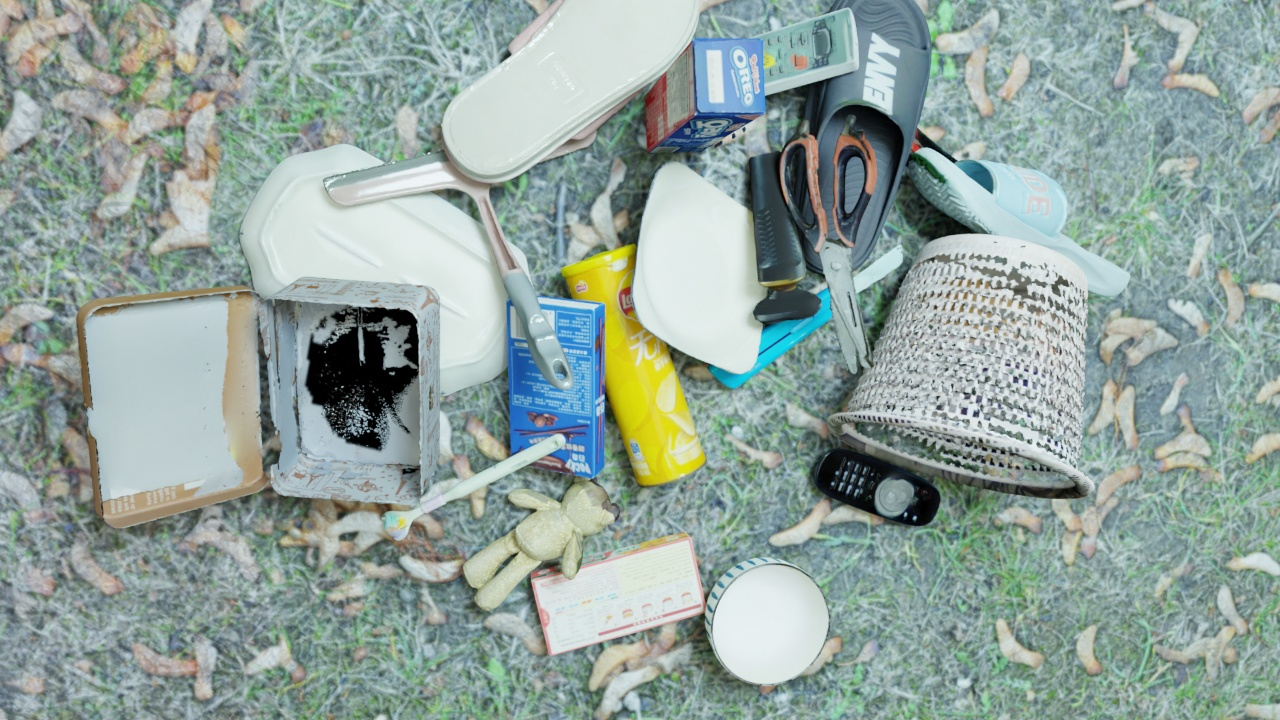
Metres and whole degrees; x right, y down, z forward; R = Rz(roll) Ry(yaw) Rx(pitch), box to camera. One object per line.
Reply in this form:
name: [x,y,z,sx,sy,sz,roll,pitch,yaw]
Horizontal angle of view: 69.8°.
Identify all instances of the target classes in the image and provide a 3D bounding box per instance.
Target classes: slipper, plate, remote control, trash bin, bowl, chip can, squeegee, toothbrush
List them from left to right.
plate: [-0.220,-0.078,0.809,0.265,0.034,0.162,33,90,-11]
toothbrush: [-0.149,0.111,0.820,0.190,0.020,0.029,-27,100,12]
squeegee: [-0.109,-0.077,0.774,0.247,0.040,0.249,-18,68,-18]
slipper: [-0.059,-0.255,0.805,0.274,0.054,0.114,-44,92,-9]
chip can: [-0.005,0.005,0.834,0.072,0.072,0.213,-20,99,-7]
plate: [0.051,-0.079,0.823,0.164,0.034,0.163,26,67,-37]
bowl: [0.114,0.242,0.876,0.116,0.066,0.116,-1,94,-12]
remote control: [0.124,-0.267,0.813,0.135,0.019,0.056,-8,72,25]
slipper: [0.206,-0.205,0.831,0.110,0.083,0.268,9,102,-8]
remote control: [0.232,0.124,0.906,0.136,0.024,0.053,21,91,-11]
trash bin: [0.302,0.001,0.825,0.227,0.228,0.192,20,79,-11]
slipper: [0.360,-0.135,0.849,0.245,0.104,0.074,25,109,-16]

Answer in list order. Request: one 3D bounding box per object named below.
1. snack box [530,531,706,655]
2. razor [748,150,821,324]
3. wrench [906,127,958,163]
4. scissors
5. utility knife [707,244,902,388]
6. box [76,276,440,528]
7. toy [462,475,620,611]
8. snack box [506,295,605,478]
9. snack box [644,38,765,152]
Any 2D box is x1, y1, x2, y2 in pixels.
snack box: [-0.020,0.221,0.873,0.155,0.027,0.077,-13,97,-8]
razor: [0.126,-0.115,0.845,0.062,0.067,0.167,-10,79,16]
wrench: [0.272,-0.207,0.886,0.273,0.016,0.056,37,94,-10]
scissors: [0.177,-0.102,0.787,0.205,0.015,0.197,48,122,29]
utility knife: [0.160,-0.043,0.871,0.216,0.018,0.034,-35,102,2]
box: [-0.293,0.028,0.743,0.273,0.125,0.179,-3,110,-23]
toy: [-0.092,0.168,0.842,0.157,0.066,0.105,-36,55,-4]
snack box: [-0.075,0.022,0.813,0.085,0.026,0.157,8,109,20]
snack box: [0.047,-0.210,0.752,0.057,0.207,0.058,-2,96,-9]
